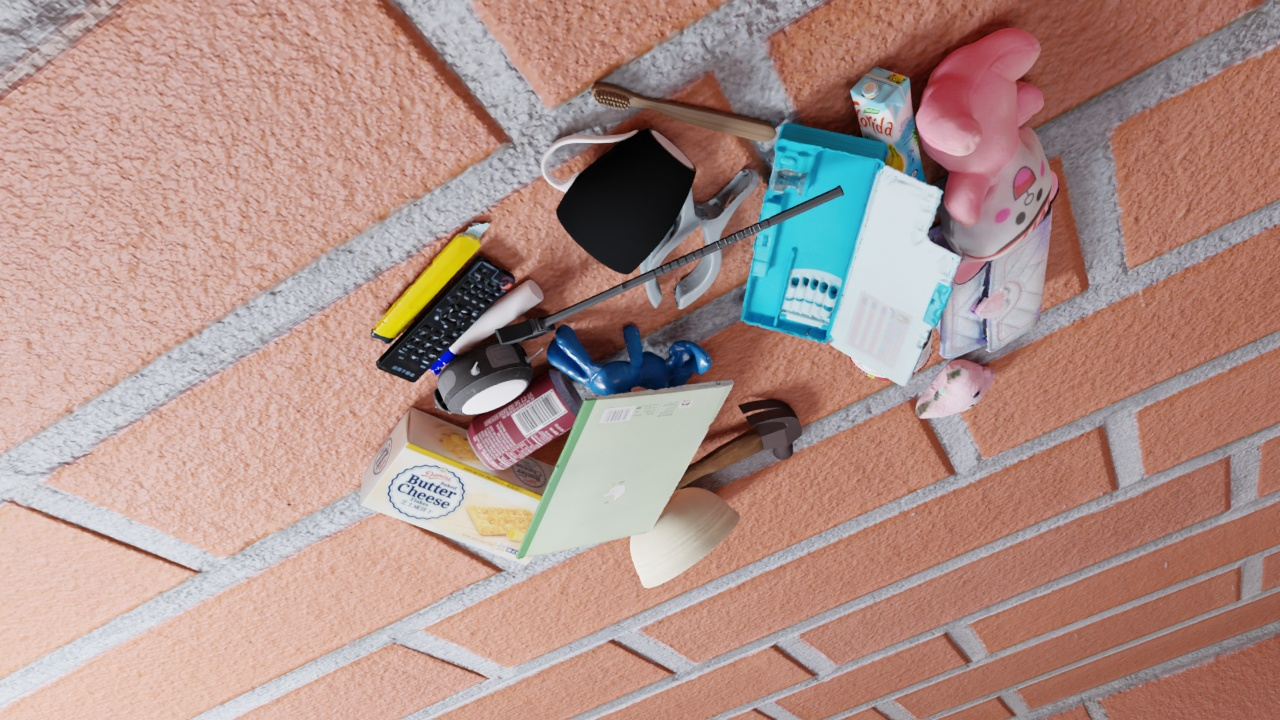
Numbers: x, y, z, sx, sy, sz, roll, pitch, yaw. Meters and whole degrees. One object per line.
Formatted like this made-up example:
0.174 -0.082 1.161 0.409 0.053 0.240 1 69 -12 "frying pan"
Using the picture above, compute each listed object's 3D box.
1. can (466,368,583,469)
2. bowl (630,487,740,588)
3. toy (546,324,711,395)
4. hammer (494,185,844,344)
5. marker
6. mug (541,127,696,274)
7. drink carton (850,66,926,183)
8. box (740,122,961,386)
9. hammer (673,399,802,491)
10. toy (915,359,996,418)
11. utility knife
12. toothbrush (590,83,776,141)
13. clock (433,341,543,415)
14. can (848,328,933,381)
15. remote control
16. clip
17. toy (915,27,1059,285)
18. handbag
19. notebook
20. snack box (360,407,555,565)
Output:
-0.117 0.061 0.946 0.114 0.063 0.063 -33 139 6 "can"
0.043 0.210 1.155 0.151 0.075 0.151 -36 179 -1 "bowl"
-0.005 0.005 0.929 0.176 0.071 0.113 8 146 -27 "toy"
0.020 -0.080 0.796 0.326 0.015 0.094 -22 179 21 "hammer"
-0.149 -0.031 0.868 0.133 0.023 0.027 -31 95 19 "marker"
-0.019 -0.145 0.745 0.119 0.084 0.100 39 110 -12 "mug"
0.212 -0.190 0.782 0.038 0.044 0.129 -44 140 -9 "drink carton"
0.190 -0.091 0.827 0.185 0.056 0.227 23 143 15 "box"
0.043 0.141 1.091 0.323 0.033 0.115 -27 141 -3 "hammer"
0.385 0.032 1.099 0.095 0.052 0.099 -8 145 -29 "toy"
-0.187 -0.068 0.818 0.163 0.017 0.030 -39 153 26 "utility knife"
0.038 -0.198 0.739 0.166 0.016 0.016 6 137 -25 "toothbrush"
-0.151 0.023 0.895 0.091 0.043 0.123 -14 160 -39 "clock"
0.254 -0.047 0.932 0.086 0.086 0.116 -16 141 0 "can"
-0.181 -0.039 0.843 0.150 0.022 0.047 -41 138 18 "remote control"
0.031 -0.111 0.830 0.107 0.028 0.164 3 137 -23 "clip"
0.301 -0.169 0.795 0.141 0.084 0.213 -53 135 -10 "toy"
0.359 -0.080 0.945 0.126 0.069 0.159 -19 138 1 "handbag"
-0.020 0.120 0.981 0.181 0.010 0.253 -6 137 -34 "notebook"
-0.184 0.140 0.997 0.207 0.057 0.104 27 117 -27 "snack box"
